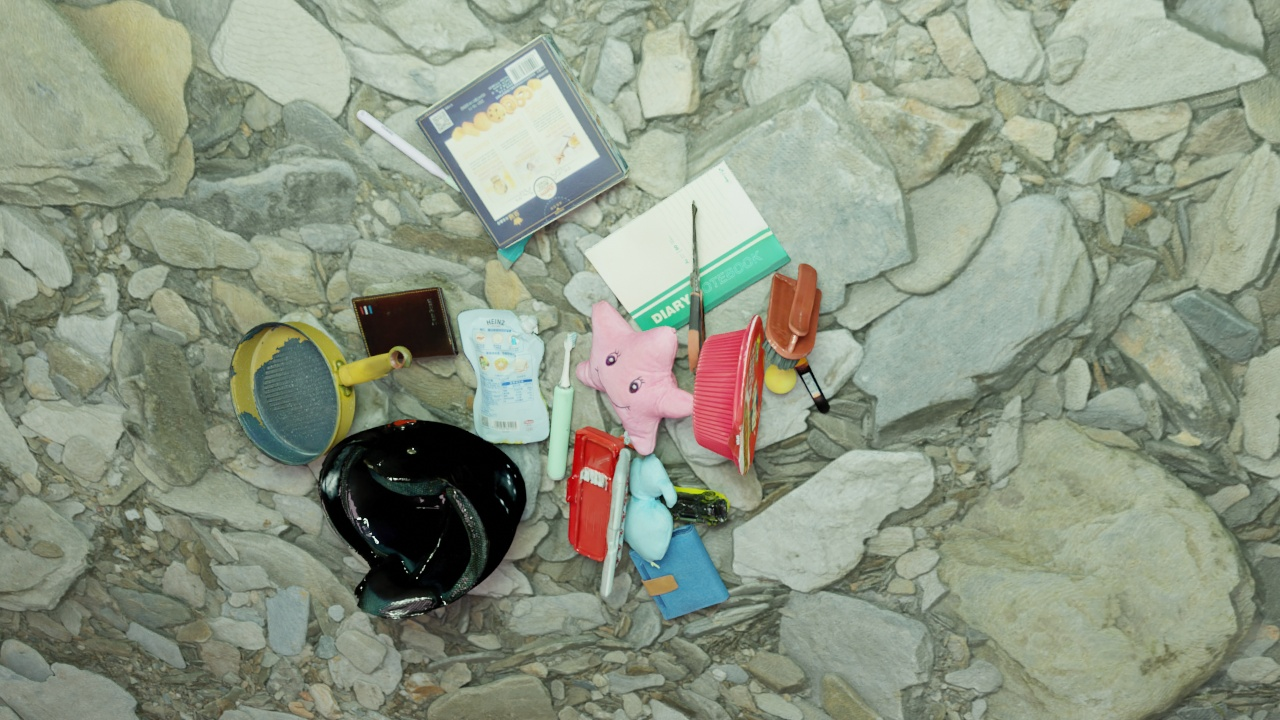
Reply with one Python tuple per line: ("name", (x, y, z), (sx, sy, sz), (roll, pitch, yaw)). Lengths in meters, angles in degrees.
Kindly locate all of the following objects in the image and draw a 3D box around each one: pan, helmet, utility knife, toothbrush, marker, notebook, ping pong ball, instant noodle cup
("pan", (-0.412, 0.029, 1.193), (0.358, 0.078, 0.197), (-14, 94, 27))
("helmet", (-0.290, 0.193, 1.225), (0.275, 0.229, 0.234), (21, 113, 26))
("utility knife", (-0.124, -0.185, 1.128), (0.029, 0.013, 0.180), (36, 113, -11))
("toothbrush", (-0.106, 0.064, 1.239), (0.026, 0.027, 0.225), (25, 122, 30))
("marker", (0.211, 0.017, 1.170), (0.018, 0.015, 0.124), (-25, 112, 15))
("notebook", (0.056, -0.128, 1.127), (0.209, 0.012, 0.150), (-31, 109, 21))
("toothbrush", (-0.265, -0.245, 1.118), (0.189, 0.029, 0.021), (35, 154, -7))
("ping pong ball", (0.177, 0.022, 1.162), (0.040, 0.040, 0.040), (4, 116, 8))
("instant noodle cup", (0.105, 0.039, 1.100), (0.066, 0.193, 0.194), (5, 117, 13))

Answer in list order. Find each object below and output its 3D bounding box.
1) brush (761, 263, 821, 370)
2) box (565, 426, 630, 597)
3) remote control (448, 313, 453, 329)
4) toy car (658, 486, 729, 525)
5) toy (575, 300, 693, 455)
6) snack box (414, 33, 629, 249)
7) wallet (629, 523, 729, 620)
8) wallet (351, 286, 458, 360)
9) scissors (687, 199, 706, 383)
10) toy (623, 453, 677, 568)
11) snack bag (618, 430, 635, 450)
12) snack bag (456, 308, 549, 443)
("brush", (0.178, -0.053, 1.067), (0.063, 0.145, 0.069), (21, 131, -2))
("box", (-0.049, 0.202, 1.249), (0.073, 0.154, 0.201), (-8, 119, -26))
("remote control", (-0.314, -0.046, 1.222), (0.125, 0.024, 0.049), (-7, 114, 14))
("toy car", (0.072, 0.197, 1.272), (0.105, 0.032, 0.048), (3, 115, 21))
("toy", (-0.007, 0.007, 1.152), (0.194, 0.074, 0.179), (52, 131, 15))
("snack box", (-0.136, -0.251, 1.067), (0.178, 0.045, 0.182), (-28, 108, 14))
("wallet", (0.055, 0.307, 1.327), (0.106, 0.040, 0.133), (-21, 110, 14))
("wallet", (-0.306, -0.045, 1.196), (0.122, 0.020, 0.096), (-6, 114, 9))
("scissors", (0.066, -0.077, 1.097), (0.015, 0.191, 0.207), (0, 146, 10))
("toy", (0.011, 0.209, 1.257), (0.162, 0.049, 0.156), (-23, 77, 59))
("snack bag", (0.004, 0.084, 1.230), (0.048, 0.026, 0.104), (21, 117, -8))
("snack bag", (-0.180, 0.021, 1.225), (0.110, 0.038, 0.191), (4, 115, 13))
